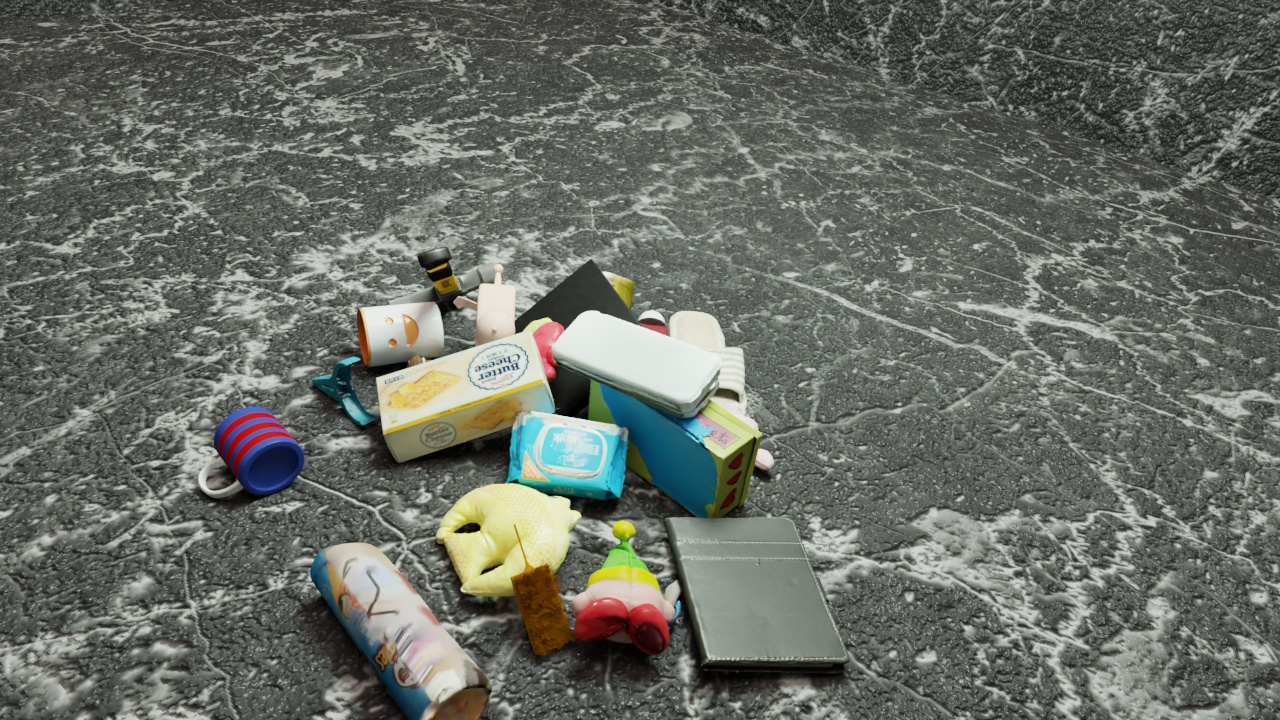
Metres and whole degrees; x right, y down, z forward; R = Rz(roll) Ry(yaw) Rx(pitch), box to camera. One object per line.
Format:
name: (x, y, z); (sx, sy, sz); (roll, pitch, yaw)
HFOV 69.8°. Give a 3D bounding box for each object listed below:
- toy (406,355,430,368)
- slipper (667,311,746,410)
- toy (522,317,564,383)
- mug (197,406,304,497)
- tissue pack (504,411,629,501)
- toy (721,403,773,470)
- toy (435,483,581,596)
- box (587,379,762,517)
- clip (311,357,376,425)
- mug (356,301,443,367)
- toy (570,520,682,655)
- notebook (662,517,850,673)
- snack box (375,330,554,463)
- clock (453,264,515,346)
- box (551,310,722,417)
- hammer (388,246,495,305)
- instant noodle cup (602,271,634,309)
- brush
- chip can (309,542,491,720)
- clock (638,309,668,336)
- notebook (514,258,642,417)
toy: (-0.279, 0.022, 1.250); (0.102, 0.042, 0.054); (26, 16, 37)
slipper: (0.093, 0.000, 1.350); (0.114, 0.054, 0.272); (-2, 35, -6)
toy: (-0.136, -0.011, 1.257); (0.045, 0.092, 0.135); (30, 11, -32)
mug: (-0.456, 0.116, 1.061); (0.111, 0.075, 0.076); (-42, 54, -16)
tissue pack: (-0.086, 0.115, 1.109); (0.144, 0.062, 0.092); (8, 66, -6)
toy: (0.130, 0.107, 1.207); (0.063, 0.047, 0.110); (-7, 49, -16)
toy: (-0.143, 0.191, 1.020); (0.154, 0.065, 0.170); (-23, 37, -20)
box: (0.037, 0.093, 1.142); (0.221, 0.125, 0.079); (30, 43, 31)
clip: (-0.378, 0.044, 1.188); (0.033, 0.120, 0.118); (-31, 83, -41)
mug: (-0.336, -0.038, 1.285); (0.105, 0.082, 0.082); (-8, 38, -23)
toy: (-0.009, 0.238, 0.959); (0.124, 0.097, 0.131); (10, 15, -8)
notebook: (0.124, 0.251, 1.008); (0.169, 0.030, 0.208); (5, 36, -14)
snack box: (-0.220, 0.044, 1.153); (0.208, 0.057, 0.104); (-18, 46, -4)
clock: (-0.211, -0.039, 1.268); (0.086, 0.131, 0.160); (-1, 36, -14)
box: (-0.006, -0.002, 1.121); (0.214, 0.063, 0.118); (26, 43, 23)
hammer: (-0.280, -0.115, 1.276); (0.169, 0.034, 0.325); (-22, 0, -9)
instant noodle cup: (-0.063, -0.059, 1.372); (0.100, 0.101, 0.112); (7, 46, -2)
brush: (-0.106, 0.232, 0.936); (0.048, 0.017, 0.126); (-15, 83, -30)
chip can: (-0.235, 0.261, 0.884); (0.079, 0.080, 0.229); (-22, 45, -36)
clock: (0.014, -0.017, 1.323); (0.044, 0.087, 0.124); (7, 38, -4)
notebook: (-0.091, -0.032, 1.296); (0.169, 0.019, 0.231); (-39, 44, 4)
